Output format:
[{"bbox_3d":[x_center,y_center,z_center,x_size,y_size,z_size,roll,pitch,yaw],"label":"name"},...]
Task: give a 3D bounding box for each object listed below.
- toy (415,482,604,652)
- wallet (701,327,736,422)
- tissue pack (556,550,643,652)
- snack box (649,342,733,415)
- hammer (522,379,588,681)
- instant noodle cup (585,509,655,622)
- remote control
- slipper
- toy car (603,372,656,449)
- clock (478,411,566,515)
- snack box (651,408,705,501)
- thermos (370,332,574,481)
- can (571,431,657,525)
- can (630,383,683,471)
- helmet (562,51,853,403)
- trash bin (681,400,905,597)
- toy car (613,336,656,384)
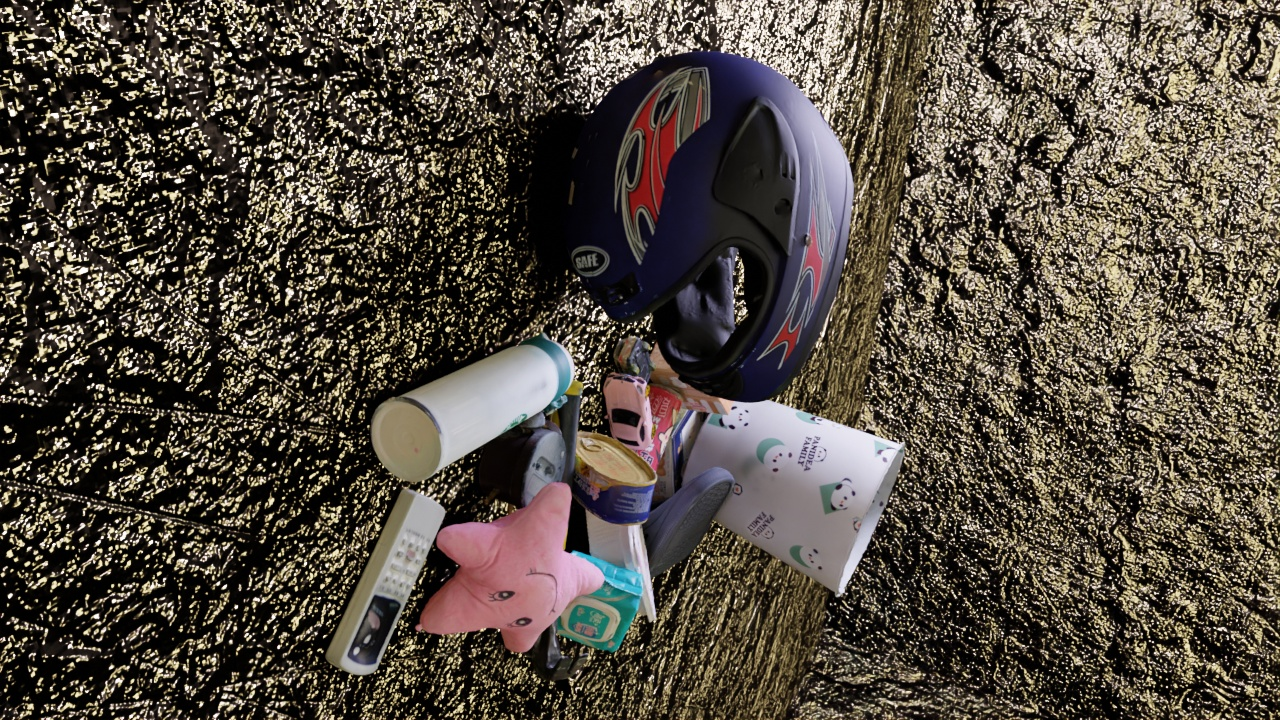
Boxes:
[{"bbox_3d":[-0.124,0.211,0.856,0.178,0.074,0.195,-25,130,-15],"label":"toy"},{"bbox_3d":[0.112,0.020,1.319,0.096,0.020,0.122,-31,126,-61],"label":"wallet"},{"bbox_3d":[-0.052,0.275,1.045,0.134,0.093,0.050,108,2,-45],"label":"tissue pack"},{"bbox_3d":[0.074,0.011,1.211,0.094,0.093,0.076,57,49,-45],"label":"snack box"},{"bbox_3d":[-0.085,0.180,0.963,0.031,0.126,0.323,1,99,-29],"label":"hammer"},{"bbox_3d":[-0.026,0.230,1.120,0.174,0.060,0.137,76,4,-49],"label":"instant noodle cup"},{"bbox_3d":[-0.206,0.182,0.753,0.058,0.021,0.149,57,50,-62],"label":"remote control"},{"bbox_3d":[0.041,0.215,1.256,0.110,0.083,0.269,-18,149,-37],"label":"slipper"},{"bbox_3d":[-0.014,0.065,1.103,0.122,0.056,0.037,81,24,-44],"label":"toy car"},{"bbox_3d":[-0.109,0.091,0.888,0.082,0.055,0.121,53,53,-62],"label":"clock"},{"bbox_3d":[0.065,0.118,1.343,0.182,0.046,0.178,-53,149,-45],"label":"snack box"},{"bbox_3d":[-0.129,0.035,0.783,0.223,0.073,0.073,-31,131,-61],"label":"thermos"},{"bbox_3d":[-0.036,0.124,0.984,0.074,0.148,0.049,3,105,-29],"label":"can"},{"bbox_3d":[0.008,0.100,1.181,0.053,0.053,0.132,60,48,-60],"label":"can"},{"bbox_3d":[0.046,-0.132,0.866,0.240,0.248,0.315,13,83,-26],"label":"helmet"},{"bbox_3d":[0.209,0.172,1.292,0.228,0.252,0.230,-51,154,-37],"label":"trash bin"},{"bbox_3d":[-0.007,0.006,1.111,0.042,0.035,0.090,-64,156,-22],"label":"toy car"}]
